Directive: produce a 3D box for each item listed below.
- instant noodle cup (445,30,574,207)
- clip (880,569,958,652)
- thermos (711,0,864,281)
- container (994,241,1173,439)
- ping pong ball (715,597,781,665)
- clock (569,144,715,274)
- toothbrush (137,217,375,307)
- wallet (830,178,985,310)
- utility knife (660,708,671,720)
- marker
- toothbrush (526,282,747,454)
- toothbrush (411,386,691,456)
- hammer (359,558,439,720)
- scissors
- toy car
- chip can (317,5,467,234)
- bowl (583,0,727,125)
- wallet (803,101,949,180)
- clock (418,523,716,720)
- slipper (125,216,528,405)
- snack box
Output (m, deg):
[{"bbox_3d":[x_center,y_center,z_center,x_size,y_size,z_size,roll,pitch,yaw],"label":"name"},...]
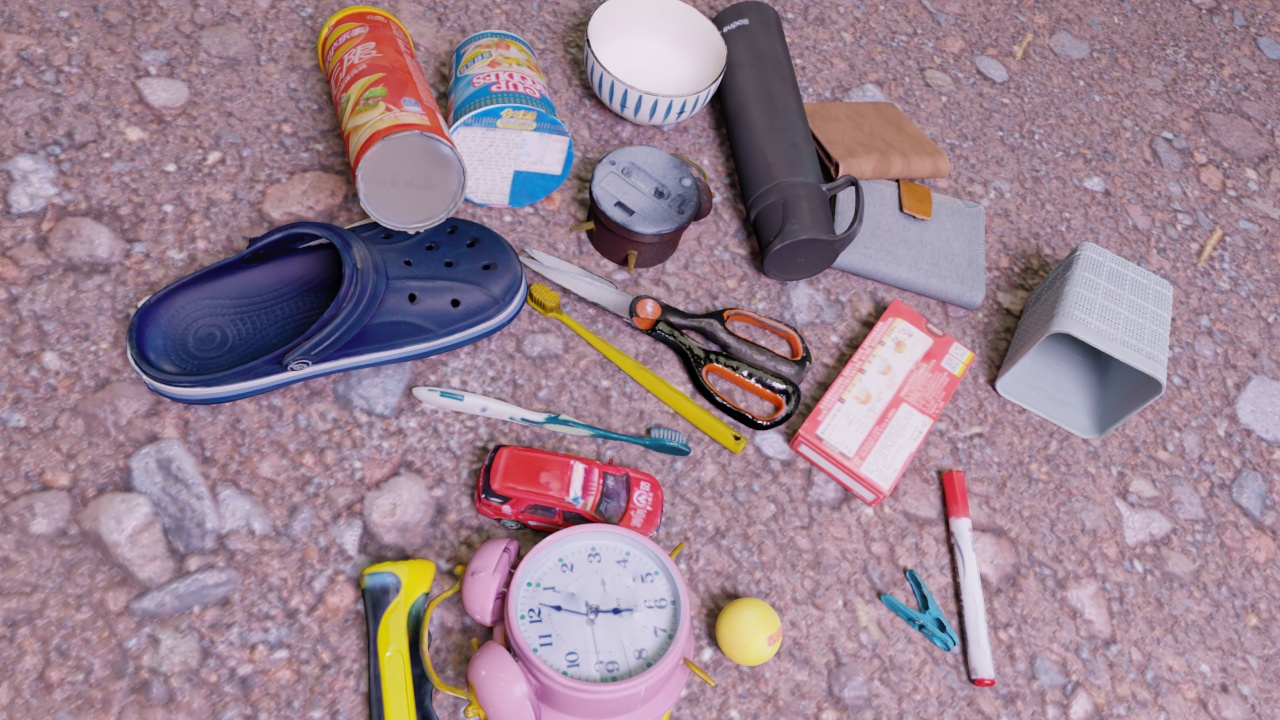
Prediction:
[{"bbox_3d":[-0.107,-0.188,0.694,0.099,0.099,0.109,-4,55,-14],"label":"instant noodle cup"},{"bbox_3d":[0.186,0.166,0.601,0.034,0.013,0.055,-29,69,-24],"label":"clip"},{"bbox_3d":[0.116,-0.184,0.744,0.090,0.068,0.242,-19,62,17],"label":"thermos"},{"bbox_3d":[0.339,-0.019,0.696,0.090,0.090,0.111,28,56,4],"label":"container"},{"bbox_3d":[0.066,0.165,0.558,0.040,0.040,0.040,5,60,-10],"label":"ping pong ball"},{"bbox_3d":[0.007,-0.122,0.699,0.082,0.055,0.121,37,59,10],"label":"clock"},{"bbox_3d":[-0.253,-0.068,0.633,0.179,0.016,0.016,-27,72,-24],"label":"toothbrush"},{"bbox_3d":[0.218,-0.105,0.746,0.129,0.037,0.106,16,60,-4],"label":"wallet"},{"bbox_3d":[-0.017,0.239,0.513,0.033,0.015,0.176,22,59,9],"label":"utility knife"},{"bbox_3d":[0.221,0.144,0.619,0.017,0.017,0.145,7,60,-9],"label":"marker"},{"bbox_3d":[-0.004,0.004,0.647,0.190,0.017,0.015,36,59,9],"label":"toothbrush"},{"bbox_3d":[-0.058,0.038,0.618,0.191,0.016,0.018,13,49,-6],"label":"toothbrush"},{"bbox_3d":[-0.118,0.262,0.469,0.126,0.032,0.322,-5,62,-16],"label":"hammer"},{"bbox_3d":[0.013,-0.017,0.652,0.235,0.022,0.139,7,62,-13],"label":"scissors"},{"bbox_3d":[-0.043,0.085,0.578,0.120,0.045,0.052,12,61,-8],"label":"toy car"},{"bbox_3d":[-0.175,-0.174,0.636,0.073,0.073,0.216,-12,43,-18],"label":"chip can"},{"bbox_3d":[0.007,-0.239,0.758,0.116,0.066,0.116,5,61,-10],"label":"bowl"},{"bbox_3d":[0.194,-0.190,0.784,0.101,0.020,0.115,-3,43,-13],"label":"wallet"},{"bbox_3d":[-0.044,0.151,0.519,0.158,0.060,0.117,-4,49,-10],"label":"clock"},{"bbox_3d":[-0.199,-0.048,0.592,0.252,0.095,0.105,-17,69,-17],"label":"slipper"},{"bbox_3d":[0.179,0.028,0.669,0.075,0.026,0.152,36,60,10],"label":"snack box"}]
